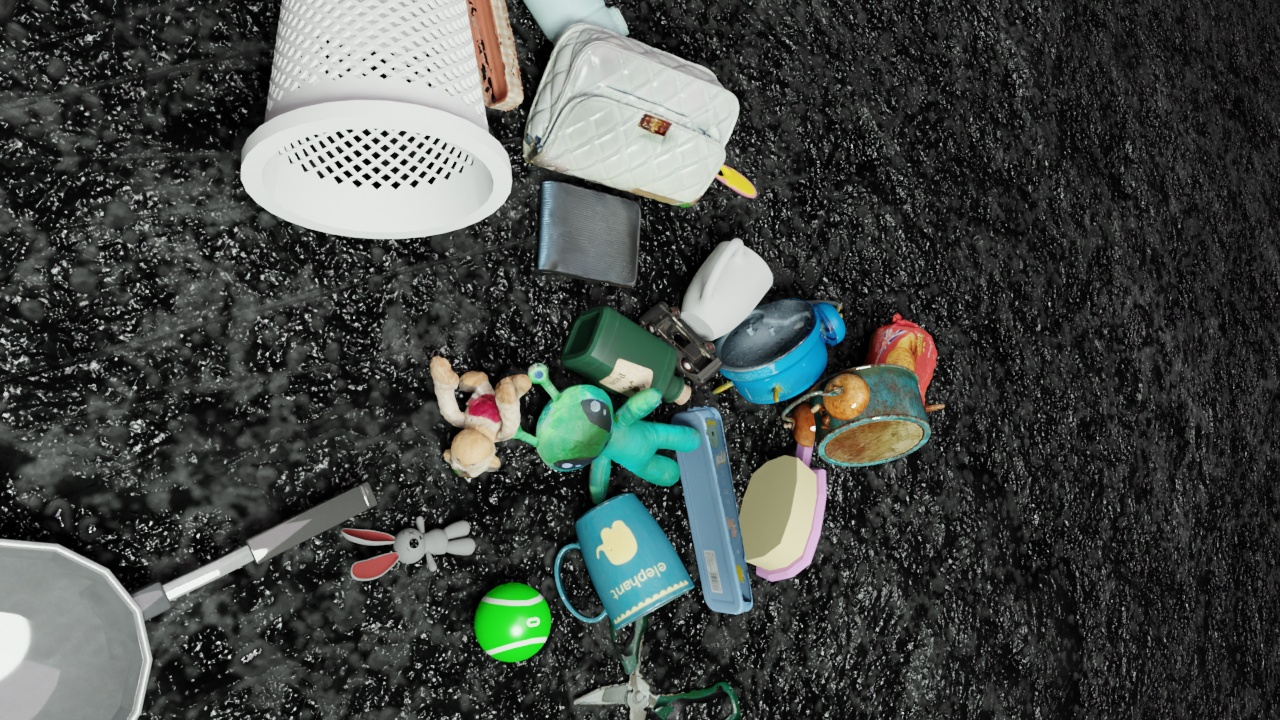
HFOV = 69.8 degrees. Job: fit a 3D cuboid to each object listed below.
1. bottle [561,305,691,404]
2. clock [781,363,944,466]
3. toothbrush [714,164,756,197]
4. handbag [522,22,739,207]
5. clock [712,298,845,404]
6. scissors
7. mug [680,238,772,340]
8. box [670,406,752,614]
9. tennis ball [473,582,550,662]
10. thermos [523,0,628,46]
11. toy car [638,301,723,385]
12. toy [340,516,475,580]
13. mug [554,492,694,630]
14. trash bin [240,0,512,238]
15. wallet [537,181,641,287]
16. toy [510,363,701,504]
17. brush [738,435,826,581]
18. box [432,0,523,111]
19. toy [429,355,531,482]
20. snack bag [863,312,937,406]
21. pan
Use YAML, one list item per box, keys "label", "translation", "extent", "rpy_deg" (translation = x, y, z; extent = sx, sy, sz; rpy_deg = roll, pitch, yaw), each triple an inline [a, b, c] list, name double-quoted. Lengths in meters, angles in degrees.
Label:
- label: "bottle"
  translation: [-0.005, 0.005, 0.887]
  extent: [0.131, 0.061, 0.061]
  rpy_deg: [31, 65, -28]
- label: "clock"
  translation: [0.216, 0.050, 0.937]
  extent: [0.157, 0.122, 0.073]
  rpy_deg: [11, 56, -27]
- label: "toothbrush"
  translation: [0.079, -0.209, 1.002]
  extent: [0.135, 0.016, 0.021]
  rpy_deg: [21, 70, -30]
- label: "handbag"
  translation: [-0.005, -0.229, 0.887]
  extent: [0.194, 0.072, 0.139]
  rpy_deg: [9, 121, -33]
- label: "clock"
  translation: [0.150, -0.020, 0.966]
  extent: [0.161, 0.117, 0.060]
  rpy_deg: [-45, 119, -26]
- label: "scissors"
  translation: [0.023, 0.292, 0.898]
  extent: [0.201, 0.015, 0.201]
  rpy_deg: [10, 78, -36]
- label: "mug"
  translation: [0.083, -0.076, 0.938]
  extent: [0.071, 0.107, 0.089]
  rpy_deg: [31, 68, 18]
- label: "box"
  translation: [0.077, 0.149, 0.923]
  extent: [0.037, 0.066, 0.209]
  rpy_deg: [-12, 90, -32]
- label: "tennis ball"
  translation: [-0.109, 0.223, 0.783]
  extent: [0.065, 0.065, 0.065]
  rpy_deg: [5, 81, -34]
- label: "thermos"
  translation: [-0.091, -0.372, 0.875]
  extent: [0.078, 0.065, 0.207]
  rpy_deg: [-34, 106, 3]
- label: "toy car"
  translation: [0.040, -0.016, 0.929]
  extent: [0.092, 0.037, 0.040]
  rpy_deg: [46, 59, 8]
- label: "toy"
  translation: [-0.190, 0.153, 0.758]
  extent: [0.111, 0.030, 0.049]
  rpy_deg: [-1, 56, -37]
- label: "mug"
  translation: [-0.024, 0.187, 0.838]
  extent: [0.112, 0.084, 0.104]
  rpy_deg: [-28, 75, -2]
- label: "trash bin"
  translation: [-0.205, -0.227, 0.717]
  extent: [0.195, 0.196, 0.199]
  rpy_deg: [5, 71, -34]
- label: "wallet"
  translation: [-0.048, -0.121, 0.897]
  extent: [0.114, 0.026, 0.089]
  rpy_deg: [6, 82, -34]
- label: "toy"
  translation: [-0.033, 0.068, 0.857]
  extent: [0.193, 0.072, 0.131]
  rpy_deg: [20, 108, -31]
- label: "brush"
  translation: [0.159, 0.121, 0.978]
  extent: [0.043, 0.089, 0.228]
  rpy_deg: [33, 54, -22]
- label: "box"
  translation: [-0.159, -0.315, 0.835]
  extent: [0.048, 0.085, 0.187]
  rpy_deg: [-9, 87, -68]
- label: "toy"
  translation: [-0.145, 0.054, 0.788]
  extent: [0.085, 0.074, 0.106]
  rpy_deg: [15, 98, 7]
- label: "snack bag"
  translation: [0.297, 0.037, 1.083]
  extent: [0.082, 0.082, 0.176]
  rpy_deg: [30, 68, -28]
- label: "pan"
  translation: [-0.350, 0.171, 0.638]
  extent: [0.356, 0.041, 0.178]
  rpy_deg: [-26, 99, -34]
